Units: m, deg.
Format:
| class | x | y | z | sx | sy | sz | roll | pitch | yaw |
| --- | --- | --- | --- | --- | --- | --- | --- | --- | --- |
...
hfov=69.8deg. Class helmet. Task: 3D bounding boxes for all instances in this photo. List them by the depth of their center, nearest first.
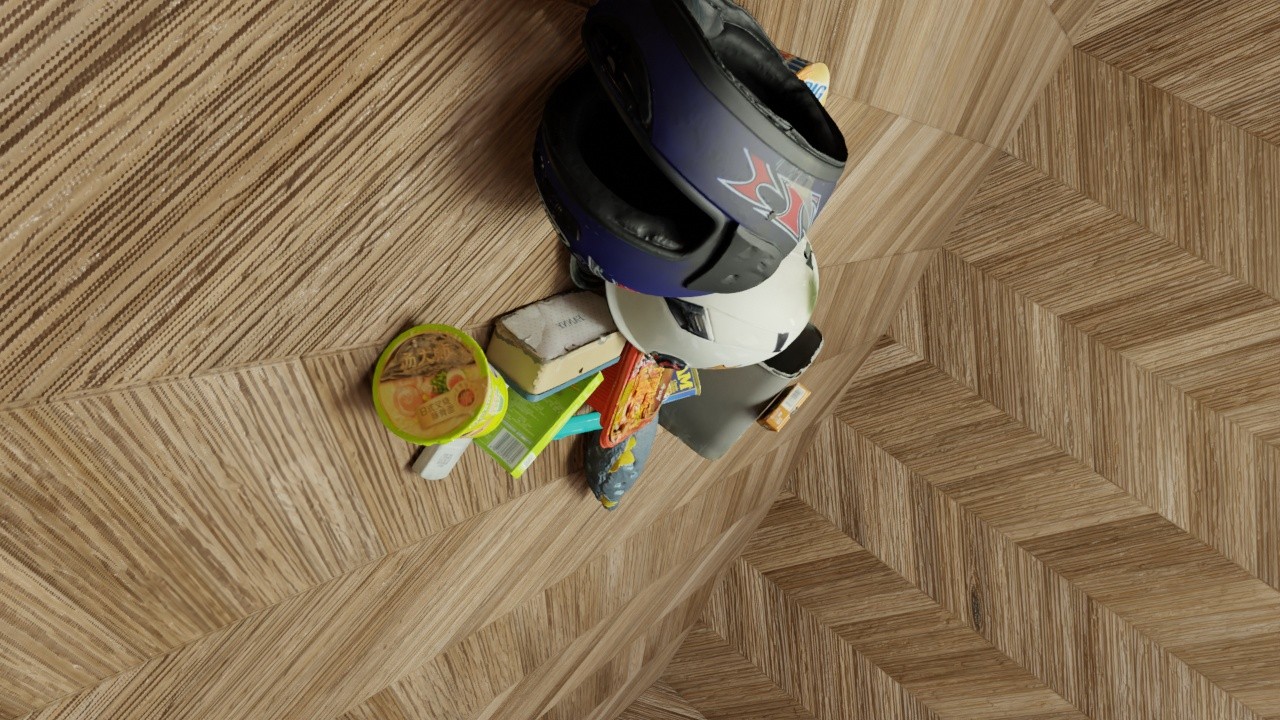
| class | x | y | z | sx | sy | sz | roll | pitch | yaw |
| --- | --- | --- | --- | --- | --- | --- | --- | --- | --- |
| helmet | 0.023 | -0.176 | 0.801 | 0.241 | 0.247 | 0.314 | -38 | 160 | 25 |
| helmet | 0.105 | -0.089 | 1.036 | 0.273 | 0.157 | 0.230 | 12 | 94 | -49 |

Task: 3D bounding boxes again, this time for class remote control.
| class | x | y | z | sx | sy | sz | roll | pitch | yaw |
| --- | --- | --- | --- | --- | --- | --- | --- | --- | --- |
| remote control | -0.198 | 0.068 | 1.024 | 0.150 | 0.021 | 0.058 | -54 | 160 | 3 |

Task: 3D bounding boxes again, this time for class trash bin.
| class | x | y | z | sx | sy | sz | roll | pitch | yaw |
| --- | --- | --- | --- | --- | --- | --- | --- | --- | --- |
| trash bin | 0.135 | 0.015 | 1.427 | 0.198 | 0.198 | 0.220 | -40 | 164 | -54 |

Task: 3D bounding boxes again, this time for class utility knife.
| class | x | y | z | sx | sy | sz | roll | pitch | yaw |
| --- | --- | --- | --- | --- | --- | --- | --- | --- | --- |
| utility knife | -0.061 | 0.085 | 1.280 | 0.181 | 0.013 | 0.029 | -9 | 106 | -29 |

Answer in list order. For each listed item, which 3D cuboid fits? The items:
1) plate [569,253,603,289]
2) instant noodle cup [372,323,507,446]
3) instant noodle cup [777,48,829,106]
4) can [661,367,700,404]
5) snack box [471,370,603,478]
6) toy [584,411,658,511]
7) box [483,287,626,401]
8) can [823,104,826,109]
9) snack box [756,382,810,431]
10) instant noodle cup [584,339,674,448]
| class | x | y | z | sx | sy | sz | roll | pitch | yaw |
| --- | --- | --- | --- | --- | --- | --- | --- | --- | --- |
| plate | -0.022 | -0.159 | 1.030 | 0.179 | 0.024 | 0.180 | -43 | 158 | -23 |
| instant noodle cup | -0.181 | 0.031 | 0.890 | 0.111 | 0.112 | 0.123 | -52 | 167 | -3 |
| instant noodle cup | 0.119 | -0.281 | 1.013 | 0.151 | 0.111 | 0.152 | -44 | 158 | -23 |
| can | 0.030 | 0.010 | 1.291 | 0.083 | 0.102 | 0.057 | -16 | -171 | -11 |
| snack box | -0.124 | 0.052 | 1.068 | 0.156 | 0.086 | 0.026 | -50 | 158 | -11 |
| toy | -0.023 | 0.122 | 1.396 | 0.137 | 0.091 | 0.357 | -43 | 158 | -55 |
| box | -0.092 | -0.020 | 1.018 | 0.183 | 0.090 | 0.061 | -26 | 148 | -48 |
| can | 0.191 | -0.311 | 1.199 | 0.116 | 0.058 | 0.059 | -37 | 154 | -38 |
| snack box | 0.215 | 0.072 | 1.390 | 0.075 | 0.026 | 0.154 | -49 | 176 | -2 |
| instant noodle cup | -0.007 | 0.007 | 1.170 | 0.164 | 0.079 | 0.189 | -23 | 135 | -62 |
